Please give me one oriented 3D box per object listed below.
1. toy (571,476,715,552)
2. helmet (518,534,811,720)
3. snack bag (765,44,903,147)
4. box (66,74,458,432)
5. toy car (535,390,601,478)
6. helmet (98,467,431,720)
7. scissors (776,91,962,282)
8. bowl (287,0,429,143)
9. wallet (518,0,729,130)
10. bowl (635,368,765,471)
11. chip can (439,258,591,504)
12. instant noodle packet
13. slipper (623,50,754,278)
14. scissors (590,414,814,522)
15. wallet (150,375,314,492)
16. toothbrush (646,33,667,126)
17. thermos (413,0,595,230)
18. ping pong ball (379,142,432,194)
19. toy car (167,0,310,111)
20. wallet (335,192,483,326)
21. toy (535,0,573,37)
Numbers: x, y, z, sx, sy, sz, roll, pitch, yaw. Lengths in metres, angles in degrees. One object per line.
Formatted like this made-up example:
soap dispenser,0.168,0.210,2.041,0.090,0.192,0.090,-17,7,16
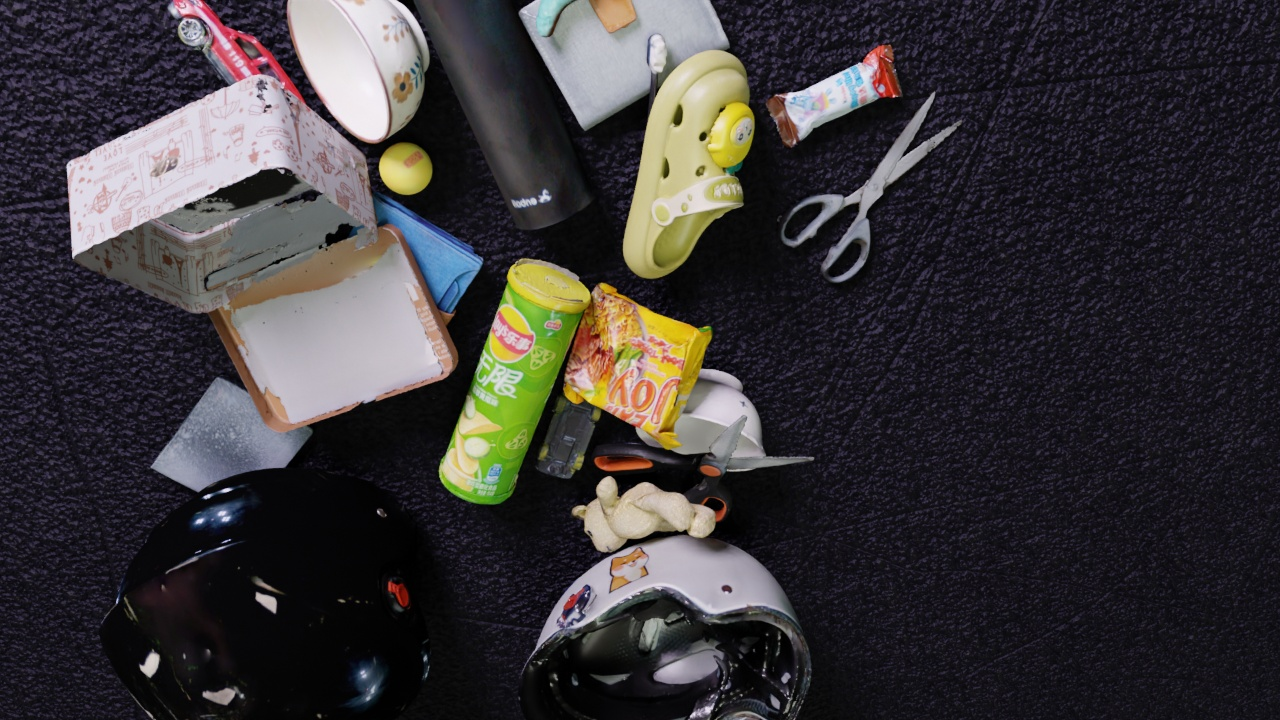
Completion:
toy,0.004,0.145,0.844,0.105,0.066,0.158,23,157,-34
helmet,0.023,0.263,0.892,0.275,0.156,0.230,-24,121,19
snack bag,0.154,-0.209,0.727,0.105,0.026,0.045,-24,121,9
box,-0.275,-0.072,0.700,0.179,0.130,0.272,-19,133,11
toy car,-0.067,0.064,0.844,0.042,0.035,0.090,16,109,-16
helmet,-0.317,0.232,0.797,0.234,0.230,0.274,-36,92,14
scissors,0.195,-0.140,0.778,0.163,0.014,0.166,-9,116,-4
bowl,-0.192,-0.220,0.654,0.062,0.114,0.113,-40,122,-30
wallet,-0.012,-0.249,0.684,0.130,0.037,0.106,-27,118,9
bowl,0.060,0.047,0.823,0.118,0.064,0.118,13,155,6
chip can,-0.113,0.025,0.798,0.072,0.072,0.222,17,115,-14
instant noodle packet,-0.005,0.004,0.766,0.044,0.128,0.111,2,109,-51
slipper,0.048,-0.139,0.712,0.091,0.081,0.191,-22,140,-46
scissors,0.056,0.098,0.826,0.221,0.021,0.225,4,147,24
wallet,-0.369,0.079,0.833,0.097,0.019,0.121,35,108,-24
toothbrush,0.009,-0.165,0.723,0.015,0.018,0.181,-8,132,-13
thermos,-0.119,-0.218,0.681,0.090,0.068,0.243,-5,122,34
ping pong ball,-0.183,-0.150,0.717,0.040,0.040,0.040,-2,118,-5
toy car,-0.289,-0.213,0.667,0.045,0.053,0.120,-42,122,-8
wallet,-0.207,-0.058,0.766,0.106,0.040,0.133,32,111,-15
toy,-0.069,-0.284,0.648,0.092,0.030,0.097,29,112,12
